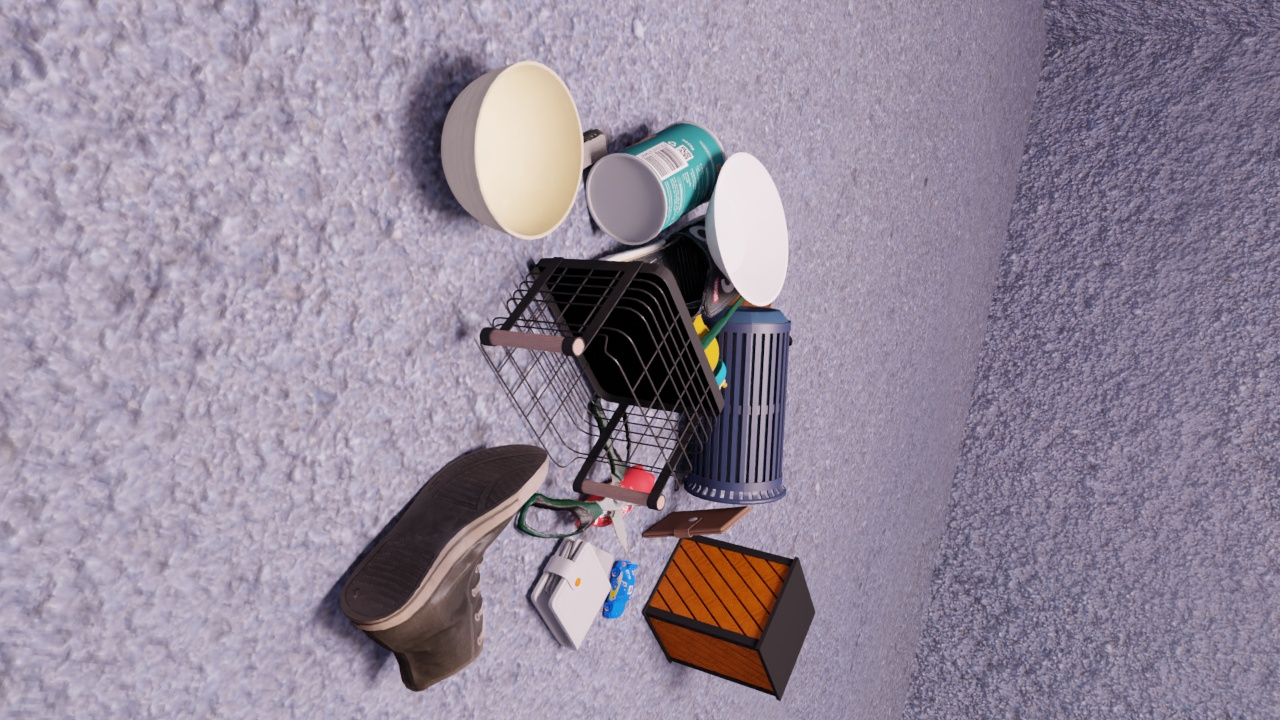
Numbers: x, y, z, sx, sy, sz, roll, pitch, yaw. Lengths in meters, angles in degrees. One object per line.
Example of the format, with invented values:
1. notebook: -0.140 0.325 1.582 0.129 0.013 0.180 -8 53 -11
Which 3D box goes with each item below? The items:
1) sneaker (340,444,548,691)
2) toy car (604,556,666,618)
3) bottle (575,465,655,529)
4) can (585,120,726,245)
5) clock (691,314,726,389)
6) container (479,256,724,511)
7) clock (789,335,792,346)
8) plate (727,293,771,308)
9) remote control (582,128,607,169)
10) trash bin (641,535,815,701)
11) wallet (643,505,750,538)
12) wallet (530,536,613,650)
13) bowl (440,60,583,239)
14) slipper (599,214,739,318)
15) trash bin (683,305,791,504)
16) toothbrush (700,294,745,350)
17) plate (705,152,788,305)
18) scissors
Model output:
1. sneaker: -0.157 0.178 0.834 0.234 0.095 0.120 -55 143 -40
2. toy car: -0.005 0.281 1.138 0.033 0.062 0.092 22 79 -58
3. bottle: -0.031 0.166 1.084 0.141 0.042 0.042 -28 121 -53
4. can: 0.020 -0.200 1.020 0.143 0.099 0.099 -40 130 -48
5. clock: 0.056 0.002 1.148 0.043 0.099 0.130 -117 -165 -68
6. container: -0.036 0.020 0.914 0.130 0.163 0.241 -58 140 -33
7. clock: 0.184 -0.006 1.360 0.091 0.042 0.121 -9 126 -58
8. plate: 0.163 -0.087 1.357 0.131 0.025 0.131 -21 116 -55
9. remote control: -0.077 -0.204 0.943 0.136 0.013 0.033 -41 131 -45
10. trash bin: 0.125 0.347 1.264 0.139 0.172 0.140 -58 142 -34
11. wallet: 0.074 0.210 1.197 0.087 0.121 0.013 -23 100 -56
12. wallet: -0.070 0.253 1.050 0.115 0.037 0.118 -58 146 -33
13. bowl: -0.123 -0.184 0.810 0.150 0.075 0.151 -20 113 -56
14. slipper: 0.048 -0.099 1.053 0.263 0.063 0.111 -22 105 -31
15. trash bin: 0.133 0.055 1.239 0.139 0.139 0.249 -12 106 -58
16. toothbrush: 0.083 -0.025 1.116 0.016 0.017 0.190 39 94 -14
17. plate: 0.114 -0.147 1.052 0.173 0.036 0.174 11 77 -54
18. scissors: -0.053 0.123 1.032 0.201 0.015 0.205 8 74 -41
